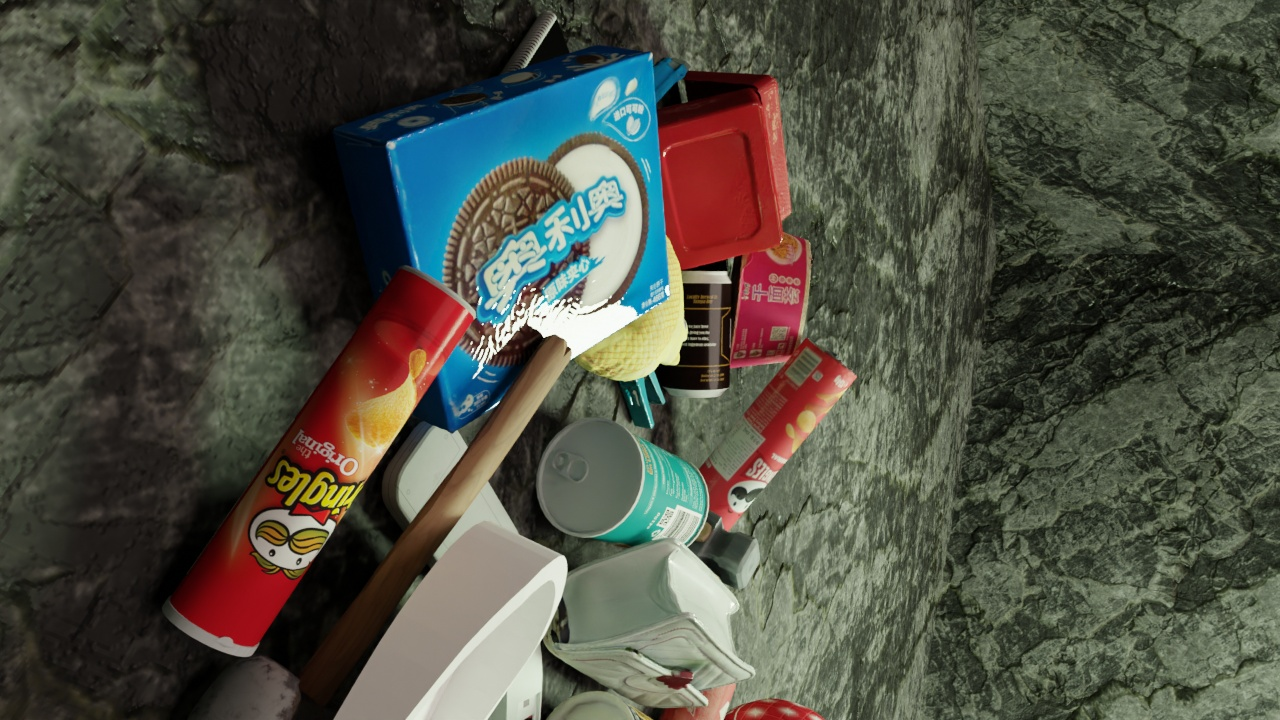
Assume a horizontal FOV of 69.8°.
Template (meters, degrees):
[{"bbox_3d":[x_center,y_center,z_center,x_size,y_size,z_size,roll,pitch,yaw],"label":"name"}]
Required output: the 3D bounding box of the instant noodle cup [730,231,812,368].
[{"bbox_3d":[0.142,-0.070,1.026,0.178,0.078,0.178,10,85,-88],"label":"instant noodle cup"}]

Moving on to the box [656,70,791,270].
[{"bbox_3d":[0.068,-0.185,0.905,0.155,0.147,0.157,-42,131,-38],"label":"box"}]

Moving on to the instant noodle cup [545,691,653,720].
[{"bbox_3d":[-0.027,0.361,0.799,0.112,0.137,0.137,55,46,-35],"label":"instant noodle cup"}]

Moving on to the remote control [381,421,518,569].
[{"bbox_3d":[-0.137,0.111,0.664,0.074,0.019,0.151,-61,144,-38],"label":"remote control"}]

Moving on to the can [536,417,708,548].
[{"bbox_3d":[-0.012,0.116,0.813,0.144,0.099,0.099,34,64,-58],"label":"can"}]

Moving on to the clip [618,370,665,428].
[{"bbox_3d":[-0.001,-0.008,0.899,0.130,0.031,0.121,51,45,-52],"label":"clip"}]

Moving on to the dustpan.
[{"bbox_3d":[-0.127,0.224,0.550,0.192,0.053,0.257,93,23,-62],"label":"dustpan"}]

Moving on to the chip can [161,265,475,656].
[{"bbox_3d":[-0.168,0.050,0.494,0.214,0.052,0.052,-58,145,-11],"label":"chip can"}]

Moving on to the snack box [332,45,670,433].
[{"bbox_3d":[-0.076,-0.092,0.630,0.238,0.056,0.196,-34,130,-39],"label":"snack box"}]

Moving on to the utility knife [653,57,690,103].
[{"bbox_3d":[0.002,-0.241,0.855,0.224,0.031,0.015,-61,176,-45],"label":"utility knife"}]

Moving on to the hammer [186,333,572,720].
[{"bbox_3d":[-0.136,0.113,0.561,0.327,0.052,0.098,-56,150,-26],"label":"hammer"}]

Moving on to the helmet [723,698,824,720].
[{"bbox_3d":[0.145,0.513,1.056,0.270,0.198,0.225,-6,107,-62],"label":"helmet"}]

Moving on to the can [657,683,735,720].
[{"bbox_3d":[0.051,0.404,1.006,0.169,0.067,0.067,-60,143,-40],"label":"can"}]

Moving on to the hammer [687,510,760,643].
[{"bbox_3d":[0.080,0.275,1.023,0.051,0.117,0.323,-53,148,-32],"label":"hammer"}]

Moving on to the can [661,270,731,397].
[{"bbox_3d":[0.058,-0.029,0.955,0.071,0.072,0.128,-10,103,-61],"label":"can"}]

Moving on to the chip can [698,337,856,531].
[{"bbox_3d":[0.133,0.083,0.984,0.233,0.073,0.073,-52,153,10],"label":"chip can"}]

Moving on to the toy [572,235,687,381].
[{"bbox_3d":[-0.011,-0.056,0.813,0.155,0.065,0.170,40,54,-26],"label":"toy"}]

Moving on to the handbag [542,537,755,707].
[{"bbox_3d":[0.010,0.252,0.834,0.198,0.142,0.096,52,19,-51],"label":"handbag"}]

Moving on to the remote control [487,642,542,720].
[{"bbox_3d":[-0.100,0.282,0.750,0.049,0.024,0.143,1,93,-62],"label":"remote control"}]

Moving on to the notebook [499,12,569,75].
[{"bbox_3d":[-0.082,-0.151,0.716,0.149,0.016,0.206,67,34,-44],"label":"notebook"}]
